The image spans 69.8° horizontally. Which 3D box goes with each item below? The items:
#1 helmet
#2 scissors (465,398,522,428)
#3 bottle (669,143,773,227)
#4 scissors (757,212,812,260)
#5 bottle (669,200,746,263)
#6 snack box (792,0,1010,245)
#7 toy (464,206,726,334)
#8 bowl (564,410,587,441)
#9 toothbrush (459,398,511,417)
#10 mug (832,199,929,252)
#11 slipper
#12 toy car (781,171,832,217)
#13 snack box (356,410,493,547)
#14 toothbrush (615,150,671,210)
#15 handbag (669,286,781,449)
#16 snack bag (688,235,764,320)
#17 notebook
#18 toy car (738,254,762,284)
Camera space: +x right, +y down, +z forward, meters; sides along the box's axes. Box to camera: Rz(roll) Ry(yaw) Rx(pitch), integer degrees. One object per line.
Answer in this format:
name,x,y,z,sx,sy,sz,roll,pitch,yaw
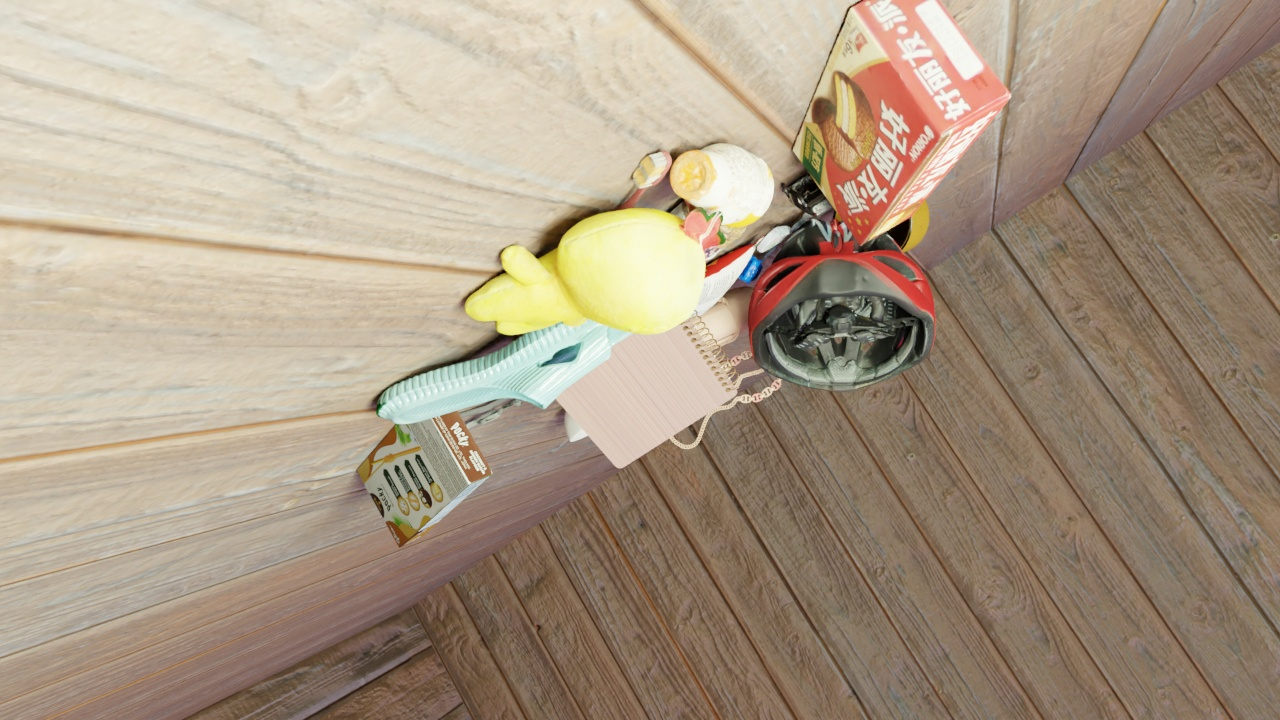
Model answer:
helmet,0.239,-0.055,1.106,0.218,0.166,0.272,-3,149,11
scissors,-0.168,0.057,1.141,0.121,0.014,0.159,-23,-174,32
bottle,0.061,-0.138,0.713,0.063,0.063,0.108,-36,167,25
scissors,0.182,-0.161,1.088,0.174,0.013,0.171,-35,175,-42
bottle,0.038,-0.106,0.818,0.105,0.056,0.056,-38,169,33
snack box,0.194,-0.185,0.727,0.060,0.113,0.236,-31,171,-6
toy,-0.034,-0.061,0.709,0.208,0.092,0.133,-9,165,22
bowl,-0.072,0.074,1.414,0.114,0.050,0.115,-31,171,-6
toothbrush,-0.176,0.052,1.094,0.166,0.013,0.013,-27,170,-39
mug,0.316,-0.187,1.165,0.093,0.100,0.124,-22,153,-55
slipper,-0.106,0.015,0.839,0.276,0.069,0.116,-21,173,0
toy car,0.173,-0.165,0.915,0.040,0.037,0.092,-34,-157,6
snack box,-0.233,0.118,0.973,0.031,0.101,0.187,-22,167,-45
toothbrush,-0.023,-0.110,0.734,0.015,0.015,0.185,-22,168,-33
handbag,0.114,0.004,1.211,0.198,0.187,0.117,-25,-173,-16
snack bag,0.074,-0.083,1.091,0.143,0.039,0.131,-34,171,-30
notebook,-0.006,0.006,0.950,0.169,0.022,0.210,-33,128,6
toy car,0.152,-0.104,1.133,0.033,0.062,0.092,-60,-173,11
